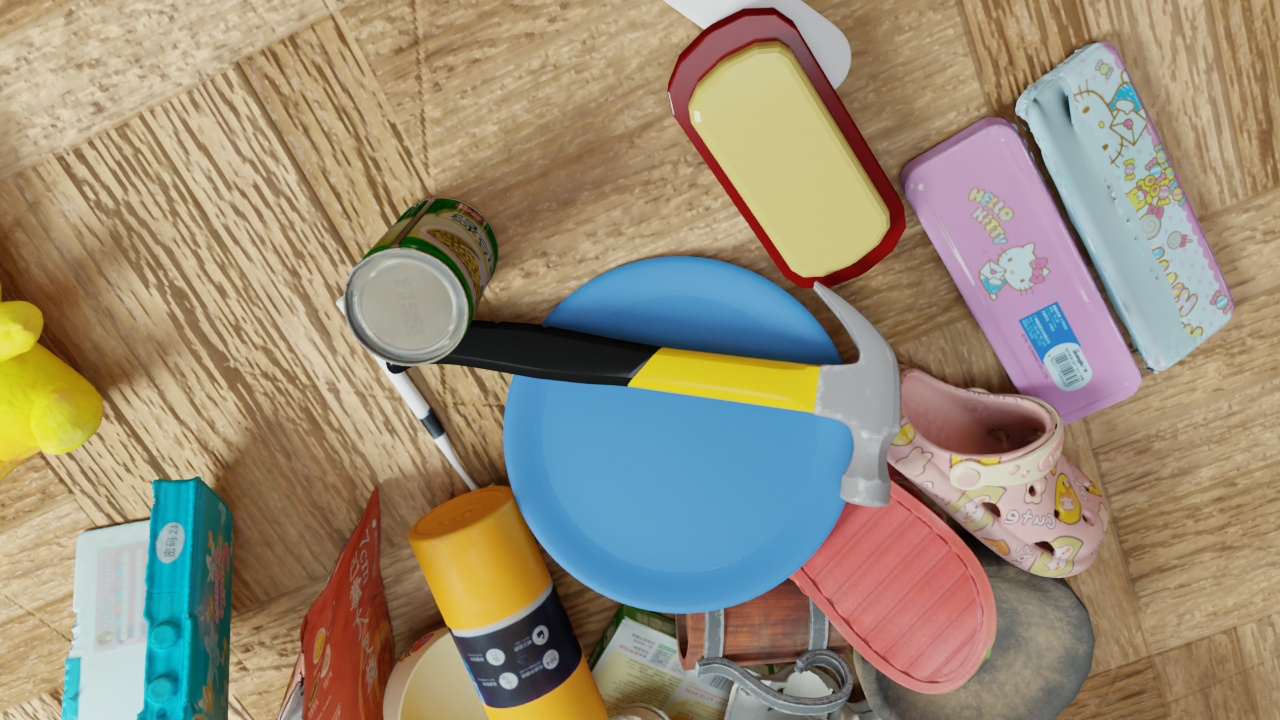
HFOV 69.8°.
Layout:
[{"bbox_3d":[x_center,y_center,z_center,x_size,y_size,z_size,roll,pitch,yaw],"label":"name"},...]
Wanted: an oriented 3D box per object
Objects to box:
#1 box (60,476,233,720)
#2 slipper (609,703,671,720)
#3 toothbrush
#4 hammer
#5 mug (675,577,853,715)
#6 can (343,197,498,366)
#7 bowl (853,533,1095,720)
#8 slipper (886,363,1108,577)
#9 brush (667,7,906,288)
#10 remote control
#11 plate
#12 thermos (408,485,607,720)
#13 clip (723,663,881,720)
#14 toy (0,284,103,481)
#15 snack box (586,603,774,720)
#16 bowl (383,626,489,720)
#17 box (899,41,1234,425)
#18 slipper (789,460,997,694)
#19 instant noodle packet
[{"bbox_3d":[-0.309,0.204,0.595,0.086,0.227,0.169,14,150,-44],"label":"box"},{"bbox_3d":[0.060,0.372,0.660,0.053,0.115,0.272,-23,82,-34],"label":"slipper"},{"bbox_3d":[-0.145,0.033,0.622,0.017,0.012,0.187,-32,110,-3],"label":"toothbrush"},{"bbox_3d":[-0.003,0.003,0.568,0.324,0.029,0.127,8,88,10],"label":"hammer"},{"bbox_3d":[0.086,0.188,0.635,0.111,0.117,0.082,1,130,-5],"label":"mug"},{"bbox_3d":[-0.122,-0.049,0.529,0.067,0.120,0.067,-1,112,-1],"label":"can"},{"bbox_3d":[0.231,0.195,0.662,0.162,0.070,0.162,0,112,-1],"label":"bowl"},{"bbox_3d":[0.232,0.062,0.588,0.197,0.093,0.082,33,135,-9],"label":"slipper"},{"bbox_3d":[0.087,-0.117,0.537,0.082,0.041,0.173,-30,113,20],"label":"brush"},{"bbox_3d":[0.062,-0.200,0.528,0.136,0.013,0.043,31,109,-13],"label":"remote control"},{"bbox_3d":[0.024,0.046,0.588,0.224,0.024,0.224,0,87,8],"label":"plate"},{"bbox_3d":[-0.073,0.201,0.631,0.076,0.091,0.233,-8,108,45],"label":"thermos"},{"bbox_3d":[0.133,0.294,0.682,0.151,0.105,0.127,7,123,-6],"label":"clip"},{"bbox_3d":[-0.416,-0.018,0.556,0.135,0.087,0.194,-30,108,14],"label":"toy"},{"bbox_3d":[0.008,0.279,0.716,0.132,0.027,0.168,25,110,-10],"label":"snack box"},{"bbox_3d":[-0.140,0.246,0.670,0.074,0.117,0.118,-6,121,48],"label":"bowl"},{"bbox_3d":[0.273,-0.071,0.574,0.151,0.040,0.214,-34,109,8],"label":"box"},{"bbox_3d":[0.130,0.105,0.606,0.103,0.059,0.249,-45,79,8],"label":"slipper"},{"bbox_3d":[-0.205,0.215,0.613,0.084,0.164,0.221,13,112,-5],"label":"instant noodle packet"}]
